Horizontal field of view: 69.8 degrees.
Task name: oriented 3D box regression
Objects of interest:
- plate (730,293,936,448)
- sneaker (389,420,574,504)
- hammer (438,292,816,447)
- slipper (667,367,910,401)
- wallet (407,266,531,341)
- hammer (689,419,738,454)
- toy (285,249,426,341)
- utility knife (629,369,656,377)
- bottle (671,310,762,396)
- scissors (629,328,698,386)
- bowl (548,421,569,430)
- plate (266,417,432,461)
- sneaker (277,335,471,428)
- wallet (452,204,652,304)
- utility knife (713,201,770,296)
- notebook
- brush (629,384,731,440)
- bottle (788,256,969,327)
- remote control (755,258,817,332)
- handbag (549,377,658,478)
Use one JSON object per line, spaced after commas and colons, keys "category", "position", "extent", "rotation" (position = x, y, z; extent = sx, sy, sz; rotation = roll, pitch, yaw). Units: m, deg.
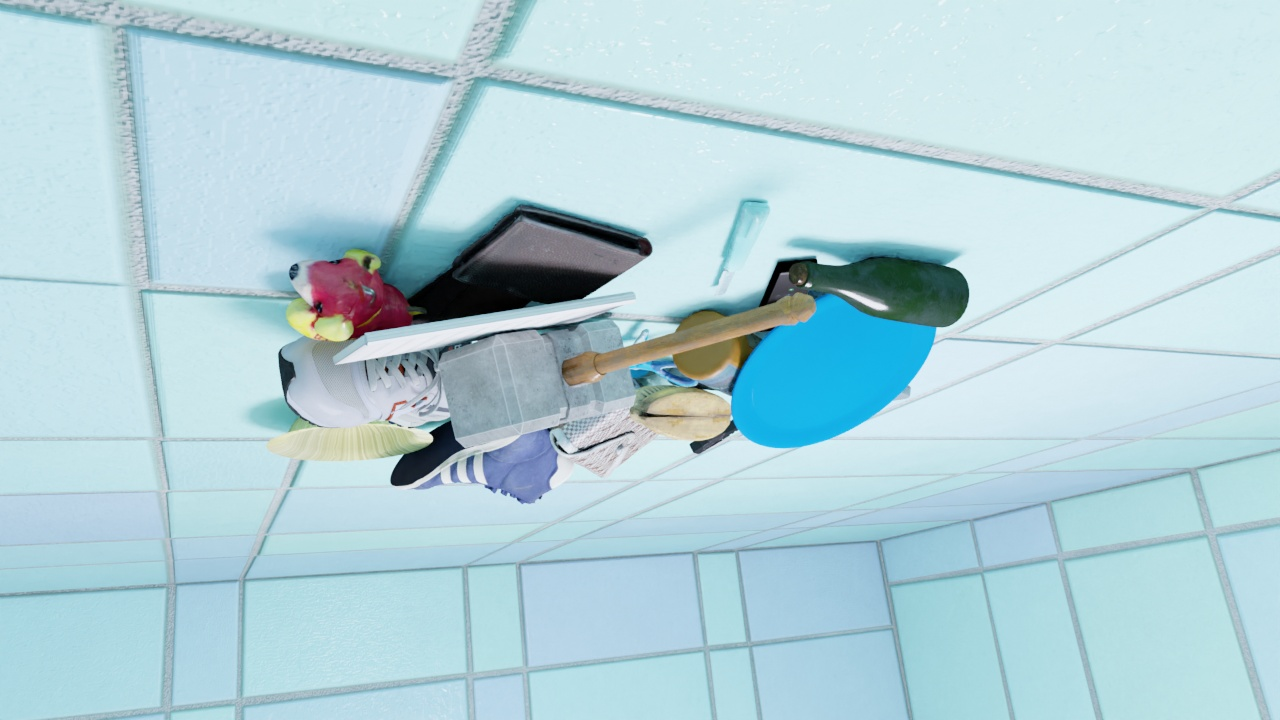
{"category": "plate", "position": [0.189, 0.003, 0.913], "extent": [0.224, 0.024, 0.225], "rotation": [-15, 138, -14]}
{"category": "sneaker", "position": [-0.188, 0.133, 1.141], "extent": [0.234, 0.091, 0.118], "rotation": [-26, 125, 28]}
{"category": "hammer", "position": [0.001, -0.007, 0.743], "extent": [0.319, 0.083, 0.162], "rotation": [-15, 177, 38]}
{"category": "slipper", "position": [0.166, 0.014, 1.041], "extent": [0.269, 0.054, 0.098], "rotation": [3, 166, 7]}
{"category": "wallet", "position": [-0.140, -0.049, 0.770], "extent": [0.091, 0.018, 0.116], "rotation": [9, 155, -39]}
{"category": "hammer", "position": [0.059, 0.070, 1.144], "extent": [0.095, 0.015, 0.324], "rotation": [-32, 158, 12]}
{"category": "toy", "position": [-0.217, -0.040, 0.701], "extent": [0.105, 0.067, 0.137], "rotation": [-1, 169, -16]}
{"category": "utility knife", "position": [-0.065, 0.002, 0.958], "extent": [0.031, 0.015, 0.221], "rotation": [-26, 157, 38]}
{"category": "bottle", "position": [0.094, 0.001, 0.922], "extent": [0.068, 0.067, 0.156], "rotation": [-15, 161, 26]}
{"category": "scissors", "position": [-0.005, 0.006, 0.932], "extent": [0.139, 0.011, 0.134], "rotation": [17, 146, -10]}
{"category": "bowl", "position": [-0.099, 0.094, 1.198], "extent": [0.157, 0.038, 0.158], "rotation": [-6, 163, -2]}
{"category": "plate", "position": [-0.339, 0.080, 1.074], "extent": [0.184, 0.036, 0.184], "rotation": [-6, 163, -2]}
{"category": "sneaker", "position": [-0.209, 0.010, 0.837], "extent": [0.124, 0.088, 0.239], "rotation": [-15, 170, 13]}
{"category": "wallet", "position": [-0.067, -0.075, 0.691], "extent": [0.119, 0.031, 0.100], "rotation": [11, 153, -40]}
{"category": "utility knife", "position": [0.077, -0.082, 0.736], "extent": [0.022, 0.015, 0.166], "rotation": [-3, 160, -7]}
{"category": "notebook", "position": [-0.126, -0.025, 0.728], "extent": [0.209, 0.009, 0.143], "rotation": [-11, 179, -27]}
{"category": "brush", "position": [0.049, 0.058, 1.036], "extent": [0.043, 0.059, 0.195], "rotation": [18, -175, 32]}
{"category": "bottle", "position": [0.199, -0.063, 0.780], "extent": [0.174, 0.055, 0.055], "rotation": [5, 159, -29]}
{"category": "remote control", "position": [0.131, -0.056, 0.842], "extent": [0.034, 0.013, 0.150], "rotation": [-5, 163, -3]}
{"category": "handbag", "position": [-0.027, 0.088, 1.118], "extent": [0.124, 0.047, 0.186], "rotation": [-40, 159, 1]}
